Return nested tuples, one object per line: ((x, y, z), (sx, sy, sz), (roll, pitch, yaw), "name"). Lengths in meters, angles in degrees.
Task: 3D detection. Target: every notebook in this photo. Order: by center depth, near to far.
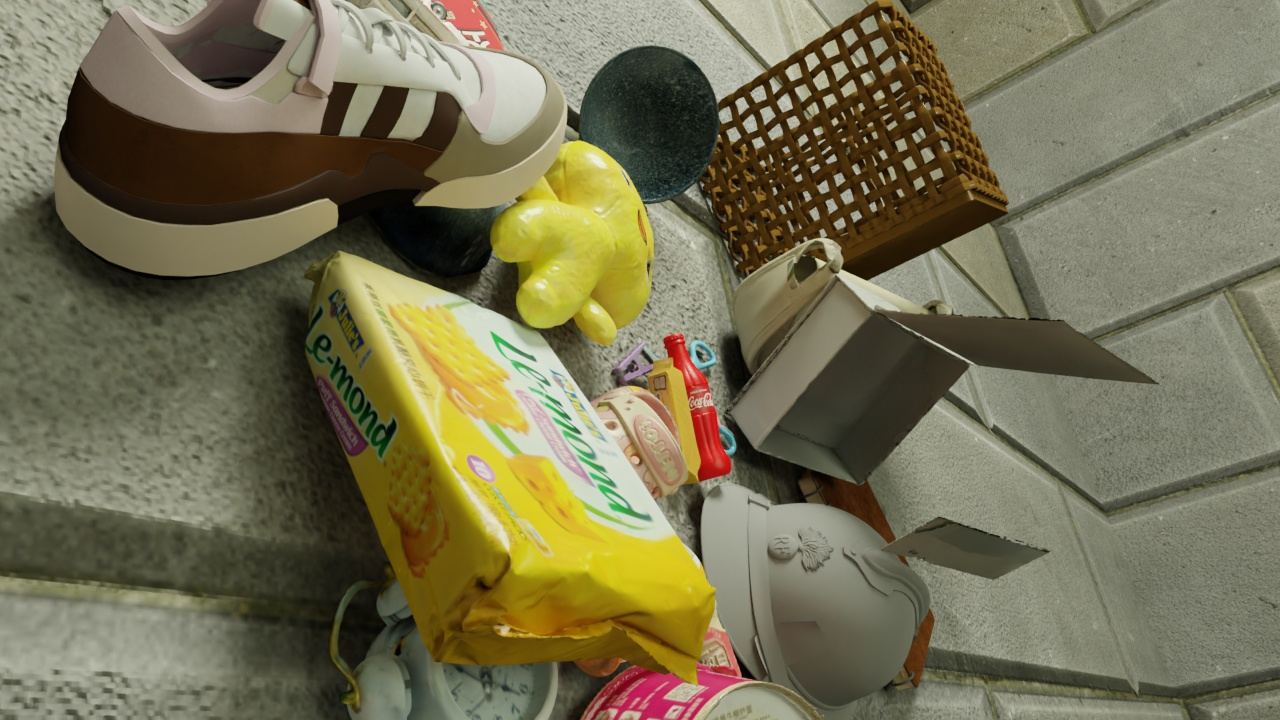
((0.230, 0.198, 0.927), (0.225, 0.024, 0.167), (64, 26, 1), "notebook")

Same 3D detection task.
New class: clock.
((-0.094, 0.144, 0.430), (0.117, 0.057, 0.083), (36, 39, -28), "clock")

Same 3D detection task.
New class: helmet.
((0.164, 0.185, 0.740), (0.271, 0.118, 0.183), (45, 35, -37), "helmet")

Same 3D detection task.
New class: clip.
((-0.005, 0.003, 0.720), (0.051, 0.013, 0.032), (-29, 87, -53), "clip")

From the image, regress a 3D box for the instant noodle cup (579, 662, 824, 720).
((0.047, 0.251, 0.505), (0.178, 0.078, 0.178), (20, 57, -35), "instant noodle cup")

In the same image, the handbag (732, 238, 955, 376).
((0.185, -0.044, 0.908), (0.228, 0.185, 0.131), (16, 49, -37), "handbag")

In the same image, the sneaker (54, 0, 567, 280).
((-0.136, -0.142, 0.458), (0.111, 0.117, 0.292), (45, 41, 17), "sneaker")

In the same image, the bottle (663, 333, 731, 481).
((0.041, 0.037, 0.734), (0.036, 0.036, 0.119), (-3, 76, -58), "bottle")

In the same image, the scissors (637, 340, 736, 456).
((0.045, 0.017, 0.793), (0.135, 0.015, 0.129), (50, 33, -27), "scissors")

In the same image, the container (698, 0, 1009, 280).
((0.229, -0.210, 1.017), (0.219, 0.252, 0.214), (-8, 75, -59), "container")

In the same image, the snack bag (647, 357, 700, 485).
((0.025, 0.047, 0.710), (0.020, 0.026, 0.099), (-7, 85, -45), "snack bag")

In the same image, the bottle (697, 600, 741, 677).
((0.048, 0.214, 0.615), (0.044, 0.044, 0.109), (-1, 68, -58), "bottle")

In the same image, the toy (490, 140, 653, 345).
((-0.045, -0.079, 0.624), (0.207, 0.092, 0.134), (-57, 130, -72), "toy")

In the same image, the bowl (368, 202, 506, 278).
((-0.122, -0.111, 0.584), (0.110, 0.055, 0.110), (37, 38, -37), "bowl")

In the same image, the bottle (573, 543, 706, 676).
((-0.004, 0.150, 0.560), (0.108, 0.063, 0.063), (-25, 89, -60), "bottle")

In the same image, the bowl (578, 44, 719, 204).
((-0.001, -0.214, 0.834), (0.137, 0.137, 0.057), (45, -5, -30), "bowl")

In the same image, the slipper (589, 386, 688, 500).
((-0.009, 0.061, 0.604), (0.093, 0.082, 0.196), (60, 28, -5), "slipper")

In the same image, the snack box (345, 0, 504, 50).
((-0.164, -0.244, 0.641), (0.151, 0.036, 0.132), (-8, 74, -59), "snack box")

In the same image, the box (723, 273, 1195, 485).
((0.249, 0.024, 0.761), (0.167, 0.331, 0.164), (20, 76, -38), "box")

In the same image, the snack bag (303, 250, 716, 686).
((-0.072, 0.053, 0.454), (0.159, 0.068, 0.247), (27, 21, -50), "snack bag")

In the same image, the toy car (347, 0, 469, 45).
((-0.158, -0.220, 0.557), (0.113, 0.039, 0.039), (42, 58, -33), "toy car")
